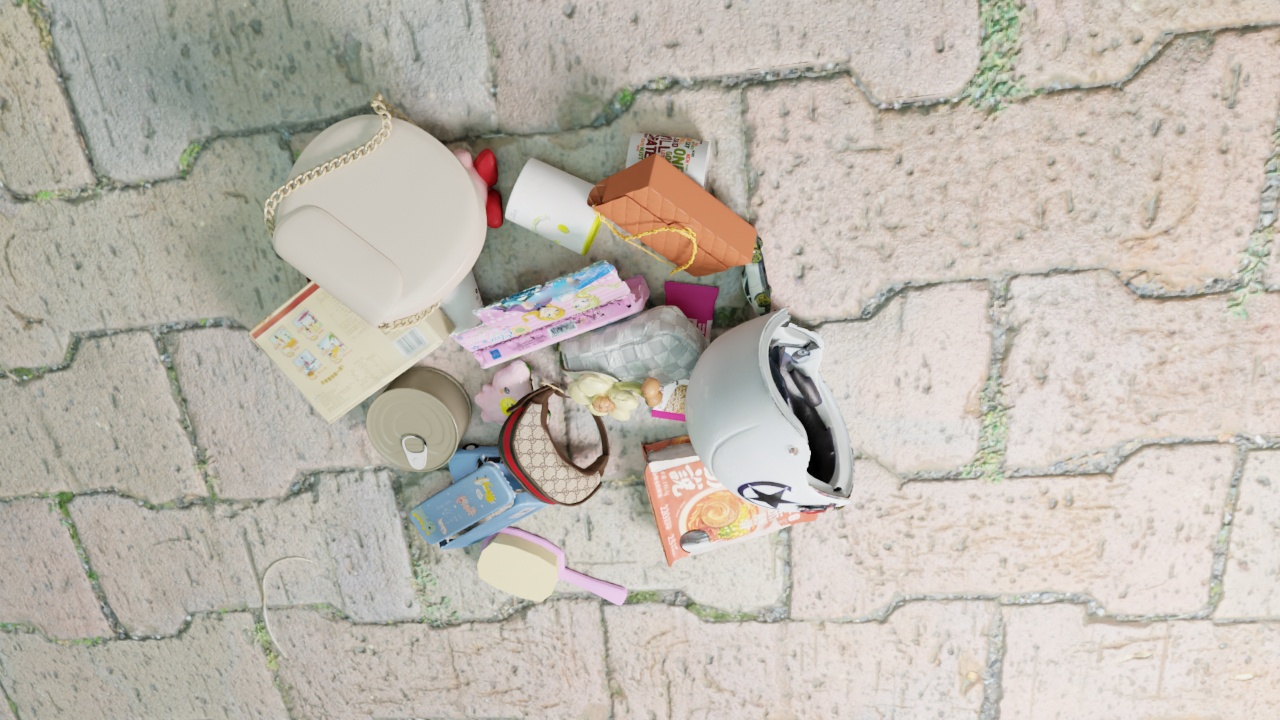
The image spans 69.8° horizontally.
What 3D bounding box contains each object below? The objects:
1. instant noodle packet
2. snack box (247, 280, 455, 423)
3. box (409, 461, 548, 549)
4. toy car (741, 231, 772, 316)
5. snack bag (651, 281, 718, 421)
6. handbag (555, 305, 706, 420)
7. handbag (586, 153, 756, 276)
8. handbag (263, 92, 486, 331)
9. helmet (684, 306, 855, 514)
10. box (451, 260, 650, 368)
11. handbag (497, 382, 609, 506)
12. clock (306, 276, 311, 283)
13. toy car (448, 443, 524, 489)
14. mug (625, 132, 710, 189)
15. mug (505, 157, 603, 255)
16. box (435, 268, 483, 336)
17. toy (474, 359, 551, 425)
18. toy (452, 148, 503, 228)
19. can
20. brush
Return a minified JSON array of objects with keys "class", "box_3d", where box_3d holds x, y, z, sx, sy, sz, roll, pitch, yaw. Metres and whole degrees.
[{"class":"instant noodle packet","box_3d":[0.123,0.174,1.257,0.221,0.084,0.164,-13,112,2]},{"class":"snack box","box_3d":[-0.357,-0.036,1.137,0.208,0.055,0.153,-33,105,21]},{"class":"box","box_3d":[-0.230,0.215,1.281,0.120,0.049,0.210,34,133,-29]},{"class":"toy car","box_3d":[0.139,-0.105,1.120,0.033,0.047,0.105,-7,114,15]},{"class":"snack bag","box_3d":[0.056,-0.007,1.195,0.070,0.016,0.197,9,116,6]},{"class":"handbag","box_3d":[-0.007,0.007,1.137,0.172,0.123,0.112,-19,138,26]},{"class":"handbag","box_3d":[0.034,-0.153,1.055,0.171,0.060,0.109,30,152,-36]},{"class":"handbag","box_3d":[-0.284,-0.158,1.013,0.210,0.103,0.208,38,91,-2]},{"class":"helmet","box_3d":[0.151,0.077,1.105,0.164,0.236,0.264,-19,147,25]},{"class":"box","box_3d":[-0.109,-0.050,1.124,0.231,0.158,0.066,-19,84,14]},{"class":"handbag","box_3d":[-0.111,0.109,1.221,0.166,0.138,0.063,52,151,-20]},{"class":"clock","box_3d":[-0.364,-0.106,1.180,0.120,0.072,0.158,28,115,-5]},{"class":"toy car","box_3d":[-0.198,0.151,1.285,0.153,0.054,0.056,-1,115,9]},{"class":"mug","box_3d":[0.032,-0.213,1.077,0.089,0.073,0.105,8,141,5]},{"class":"mug","box_3d":[-0.098,-0.184,1.098,0.106,0.082,0.083,24,116,-3]},{"class":"box","box_3d":[-0.274,-0.069,1.181,0.144,0.083,0.137,-14,113,6]},{"class":"toy","box_3d":[-0.176,0.051,1.236,0.093,0.050,0.102,-15,111,5]},{"class":"toy","box_3d":[-0.237,-0.199,1.125,0.131,0.096,0.124,-9,121,-8]},{"class":"can","box_3d":[-0.301,0.079,1.256,0.128,0.073,0.128,3,115,7]},{"class":"brush","box_3d":[-0.130,0.320,1.360,0.228,0.043,0.089,22,116,-2]}]
